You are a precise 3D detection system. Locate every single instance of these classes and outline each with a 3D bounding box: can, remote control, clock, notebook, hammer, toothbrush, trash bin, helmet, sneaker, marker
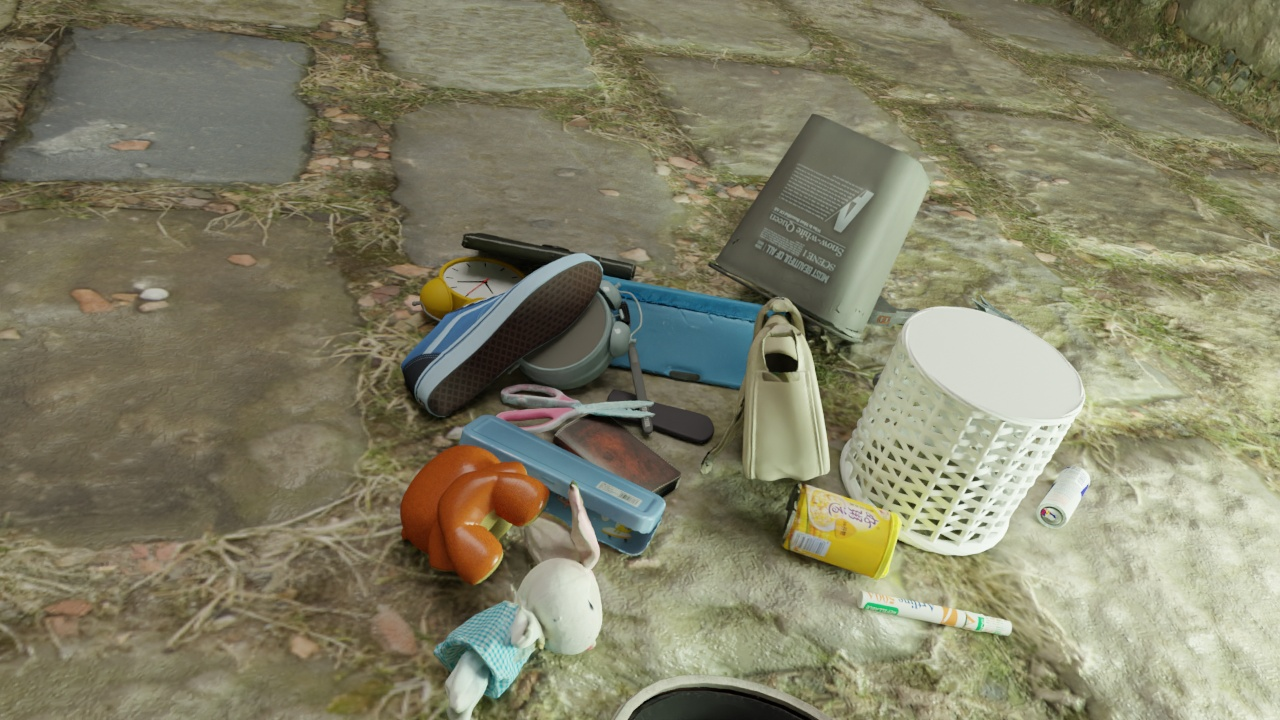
[{"bbox_3d":[0.476,0.152,1.030,0.032,0.032,0.095,33,41,24],"label":"can"},{"bbox_3d":[0.021,0.063,1.019,0.124,0.009,0.046,16,37,3],"label":"remote control"},{"bbox_3d":[-0.076,-0.035,1.029,0.159,0.045,0.122,-17,62,3],"label":"clock"},{"bbox_3d":[-0.110,-0.131,1.158,0.209,0.029,0.169,13,6,-4],"label":"notebook"},{"bbox_3d":[0.311,-0.149,1.373,0.111,0.028,0.300,4,38,-14],"label":"hammer"},{"bbox_3d":[-0.006,0.006,1.027,0.013,0.013,0.167,-7,64,-10],"label":"toothbrush"},{"bbox_3d":[0.237,-0.165,1.152,0.197,0.220,0.197,32,10,21],"label":"trash bin"},{"bbox_3d":[0.193,0.166,0.893,0.105,0.068,0.067,18,37,5],"label":"can"},{"bbox_3d":[-0.196,-0.077,1.099,0.113,0.052,0.151,23,34,12],"label":"clock"},{"bbox_3d":[0.060,0.300,0.517,0.233,0.254,0.233,13,12,-10],"label":"helmet"},{"bbox_3d":[-0.156,-0.050,0.982,0.241,0.083,0.098,-39,55,-10],"label":"sneaker"},{"bbox_3d":[0.420,-0.006,1.221,0.316,0.028,0.147,-18,47,-35],"label":"hammer"},{"bbox_3d":[0.278,0.239,0.867,0.145,0.017,0.017,12,37,-3],"label":"marker"}]

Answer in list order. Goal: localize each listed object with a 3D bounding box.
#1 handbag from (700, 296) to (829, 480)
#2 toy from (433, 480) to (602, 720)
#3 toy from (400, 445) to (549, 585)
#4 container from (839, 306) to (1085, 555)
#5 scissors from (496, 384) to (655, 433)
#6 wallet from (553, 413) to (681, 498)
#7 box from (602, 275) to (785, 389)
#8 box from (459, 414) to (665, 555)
[{"bbox_3d":[0.117,0.038,0.905,0.132,0.184,0.228,-4,11,7],"label":"handbag"},{"bbox_3d":[-0.083,0.209,0.734,0.105,0.131,0.204,37,51,-3],"label":"toy"},{"bbox_3d":[-0.152,0.124,0.787,0.176,0.096,0.112,20,64,48],"label":"toy"},{"bbox_3d":[0.328,0.071,0.958,0.189,0.187,0.189,9,37,-7],"label":"container"},{"bbox_3d":[-0.069,0.043,0.987,0.179,0.016,0.108,-6,28,-10],"label":"scissors"},{"bbox_3d":[-0.024,0.101,0.947,0.123,0.019,0.072,36,42,27],"label":"wallet"},{"bbox_3d":[0.051,-0.023,1.115,0.231,0.094,0.110,10,77,-7],"label":"box"},{"bbox_3d":[-0.081,0.123,0.887,0.210,0.064,0.069,25,21,11],"label":"box"}]
